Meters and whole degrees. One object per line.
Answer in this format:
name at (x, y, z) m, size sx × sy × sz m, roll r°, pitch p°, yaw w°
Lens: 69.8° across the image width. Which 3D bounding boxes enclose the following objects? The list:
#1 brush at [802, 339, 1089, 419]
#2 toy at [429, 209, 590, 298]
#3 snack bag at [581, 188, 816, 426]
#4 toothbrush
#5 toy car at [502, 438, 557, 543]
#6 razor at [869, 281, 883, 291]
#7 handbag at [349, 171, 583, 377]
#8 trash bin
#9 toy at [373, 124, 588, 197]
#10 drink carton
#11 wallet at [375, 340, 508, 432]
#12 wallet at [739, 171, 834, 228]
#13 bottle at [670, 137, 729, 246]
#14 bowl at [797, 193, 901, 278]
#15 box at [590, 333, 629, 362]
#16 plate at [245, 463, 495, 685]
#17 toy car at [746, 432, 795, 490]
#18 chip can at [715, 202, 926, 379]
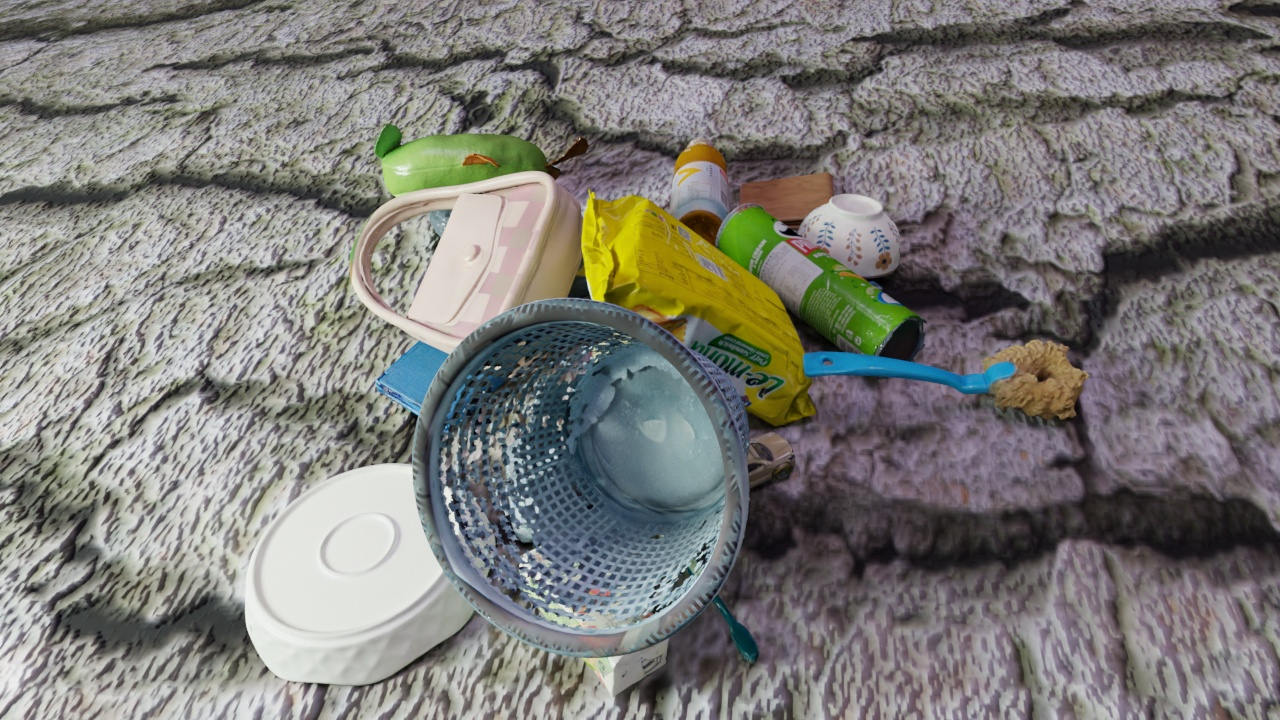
brush at (0.268, 0.011, 0.801) m, size 0.254 × 0.046 × 0.083 m, roll 5°, pitch 48°, yaw -4°
toy at (-0.118, -0.120, 1.011) m, size 0.357 × 0.091 × 0.137 m, roll 13°, pitch 40°, yaw 28°
snack bag at (0.052, -0.052, 0.822) m, size 0.068 × 0.246 × 0.157 m, roll -45°, pitch 34°, yaw 25°
toothbrush at (0.041, 0.163, 0.720) m, size 0.016 × 0.018 × 0.191 m, roll -22°, pitch 40°, yaw -15°
toy car at (-0.089, 0.106, 0.793) m, size 0.054 × 0.037 × 0.120 m, roll -13°, pitch 38°, yaw -5°
razor at (0.188, -0.093, 0.981) m, size 0.042 × 0.022 × 0.143 m, roll -19°, pitch 39°, yaw -36°
handbag at (-0.183, -0.098, 0.910) m, size 0.234 × 0.093 × 0.193 m, roll 13°, pitch 71°, yaw 22°
trash bin at (-0.013, 0.068, 0.655) m, size 0.227 × 0.226 × 0.194 m, roll 9°, pitch 7°, yaw 19°
toy at (-0.194, -0.229, 1.104) m, size 0.246 × 0.090 × 0.227 m, roll -5°, pitch 2°, yaw -21°
drink carton at (-0.036, 0.186, 0.682) m, size 0.053 × 0.046 × 0.122 m, roll -23°, pitch 43°, yaw -32°
wallet at (-0.186, 0.006, 0.923) m, size 0.106 × 0.040 × 0.132 m, roll 27°, pitch 51°, yaw 23°
wallet at (0.174, -0.189, 1.098) m, size 0.115 × 0.020 × 0.101 m, roll -4°, pitch 39°, yaw 10°
bottle at (0.071, -0.205, 1.095) m, size 0.068 × 0.068 × 0.189 m, roll -3°, pitch 41°, yaw 7°
bowl at (0.224, -0.139, 0.979) m, size 0.113 × 0.062 × 0.113 m, roll 2°, pitch 33°, yaw -2°
box at (-0.005, 0.005, 0.847) m, size 0.091 × 0.079 × 0.168 m, roll -9°, pitch 34°, yaw 1°
plate at (-0.224, 0.161, 0.746) m, size 0.205 × 0.046 × 0.204 m, roll -5°, pitch 42°, yaw 4°
toy car at (0.089, 0.088, 0.782) m, size 0.090 × 0.035 × 0.042 m, roll -20°, pitch 43°, yaw -16°
chip can at (0.173, -0.073, 0.913) m, size 0.072 × 0.072 × 0.236 m, roll -28°, pitch 49°, yaw -21°
